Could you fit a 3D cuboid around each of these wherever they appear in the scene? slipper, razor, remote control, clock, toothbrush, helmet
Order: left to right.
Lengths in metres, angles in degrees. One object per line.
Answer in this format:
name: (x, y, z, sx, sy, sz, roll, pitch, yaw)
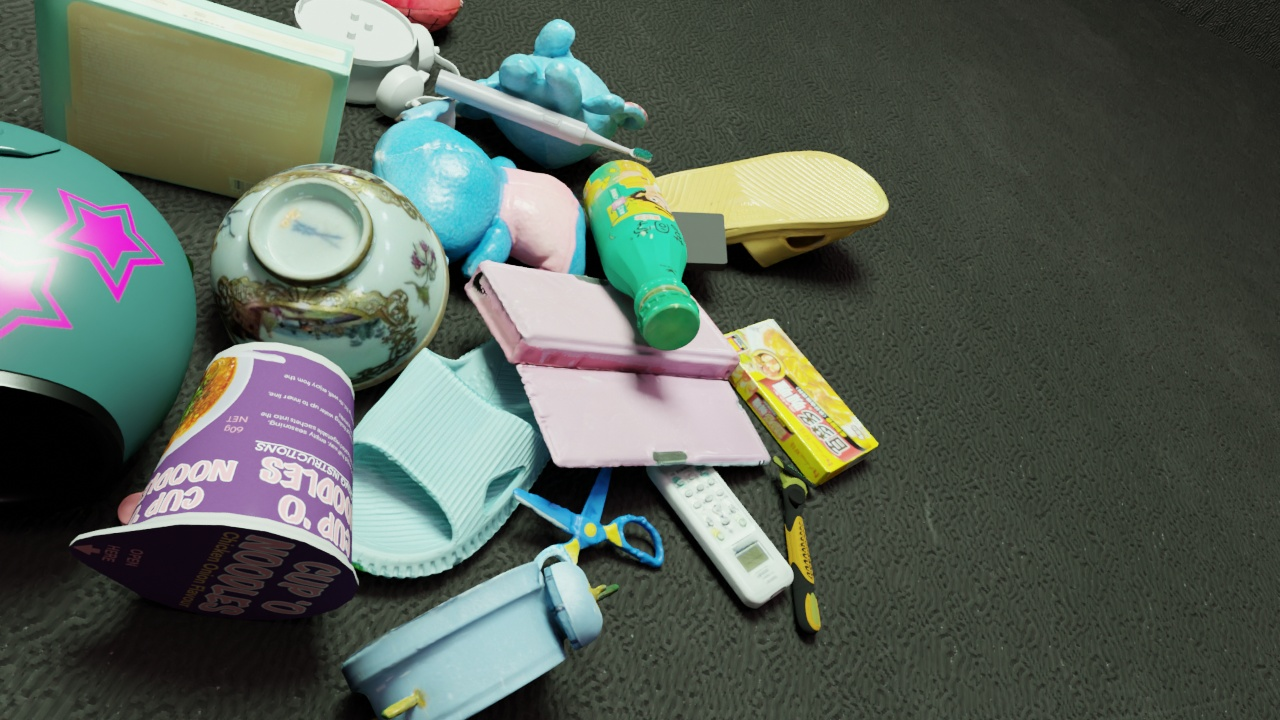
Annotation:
helmet: (-0.377, -0.038, 0.467, 0.274, 0.177, 0.200, 4, 52, -26)
clock: (-0.242, -0.281, 0.841, 0.159, 0.061, 0.119, 15, 46, -14)
slipper: (-0.109, 0.041, 0.630, 0.116, 0.070, 0.275, 39, 43, 3)
clock: (-0.084, 0.155, 0.508, 0.161, 0.118, 0.060, -21, 76, -33)
toothbrush: (-0.079, -0.201, 0.769, 0.188, 0.019, 0.018, 18, 64, -11)
remote control: (0.010, -0.109, 0.830, 0.133, 0.013, 0.058, 2, 62, -4)
remote control: (0.057, 0.121, 0.682, 0.050, 0.022, 0.133, -20, 64, -40)
slipper: (0.113, -0.145, 0.914, 0.263, 0.079, 0.099, -9, 63, -14)
razor: (0.122, 0.141, 0.702, 0.044, 0.021, 0.143, 35, 38, -33)

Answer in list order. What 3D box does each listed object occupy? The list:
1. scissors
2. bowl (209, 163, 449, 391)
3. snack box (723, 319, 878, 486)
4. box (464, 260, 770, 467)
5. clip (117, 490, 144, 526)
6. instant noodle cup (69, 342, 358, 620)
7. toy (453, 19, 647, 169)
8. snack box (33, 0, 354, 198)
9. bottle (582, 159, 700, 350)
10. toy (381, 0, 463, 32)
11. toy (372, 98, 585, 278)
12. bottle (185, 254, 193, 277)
scissors: (-0.036, 0.119, 0.624, 0.125, 0.013, 0.126, 33, 53, -22)
bowl: (-0.209, -0.067, 0.604, 0.160, 0.094, 0.159, 2, 71, -8)
snack box: (0.133, 0.034, 0.801, 0.075, 0.025, 0.152, -19, 63, -40)
box: (-0.003, 0.003, 0.701, 0.232, 0.040, 0.179, 4, 45, -46)
clip: (-0.272, 0.073, 0.531, 0.023, 0.045, 0.059, 37, 30, 10)
instant noodle cup: (-0.216, 0.060, 0.503, 0.136, 0.122, 0.121, 19, 49, -26)
toy: (-0.084, -0.246, 0.826, 0.183, 0.180, 0.114, 7, 85, 1)
snack box: (-0.316, -0.186, 0.657, 0.193, 0.142, 0.044, 12, 48, -20)
bottle: (0.002, -0.085, 0.726, 0.068, 0.068, 0.209, 11, 34, -22)
toy: (-0.245, -0.362, 0.918, 0.133, 0.062, 0.092, 3, 32, -5)
toy: (-0.128, -0.113, 0.741, 0.191, 0.099, 0.223, 19, 48, -28)
bottle: (-0.309, -0.018, 0.593, 0.033, 0.033, 0.122, 3, 51, -27)
